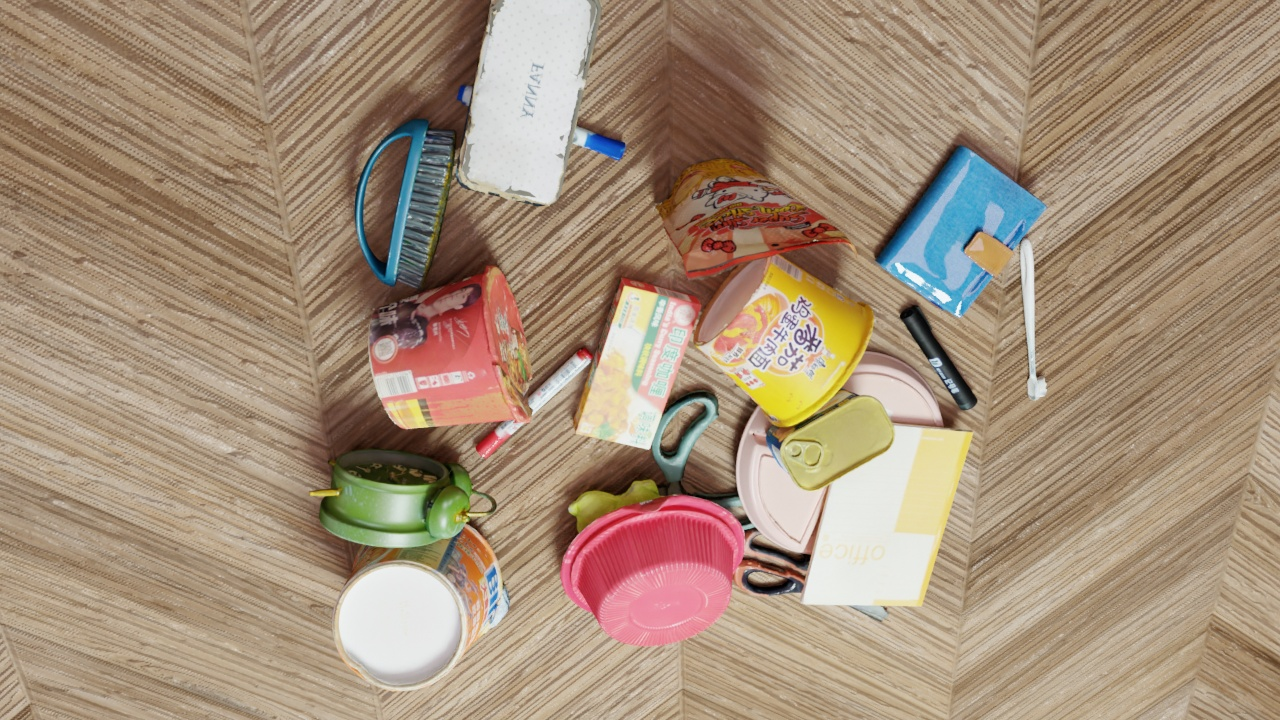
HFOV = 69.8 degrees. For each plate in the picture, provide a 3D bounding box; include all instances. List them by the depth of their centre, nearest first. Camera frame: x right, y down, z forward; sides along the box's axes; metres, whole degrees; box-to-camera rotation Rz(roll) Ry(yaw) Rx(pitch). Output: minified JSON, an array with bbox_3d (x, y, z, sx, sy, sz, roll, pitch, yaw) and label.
[{"bbox_3d":[0.209,0.102,0.933,0.229,0.028,0.230,-4,110,-12],"label":"plate"}]

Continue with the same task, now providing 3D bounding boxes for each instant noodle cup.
[{"bbox_3d":[-0.162,-0.005,0.784,0.108,0.137,0.138,-11,114,4],"label":"instant noodle cup"},{"bbox_3d":[0.121,-0.026,0.823,0.110,0.138,0.138,35,103,-13],"label":"instant noodle cup"},{"bbox_3d":[-0.212,0.228,0.859,0.151,0.111,0.151,0,96,0],"label":"instant noodle cup"},{"bbox_3d":[0.019,0.222,0.914,0.193,0.065,0.194,-6,130,-8],"label":"instant noodle cup"}]

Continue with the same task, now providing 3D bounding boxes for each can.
[{"bbox_3d":[0.171,0.070,0.846,0.102,0.083,0.057,-30,95,0],"label":"can"}]

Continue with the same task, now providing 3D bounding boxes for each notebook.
[{"bbox_3d":[0.252,0.161,0.944,0.145,0.010,0.206,6,107,-16],"label":"notebook"}]

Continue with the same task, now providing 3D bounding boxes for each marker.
[{"bbox_3d":[-0.082,-0.200,0.773,0.145,0.017,0.017,17,109,-16],"label":"marker"},{"bbox_3d":[-0.101,0.041,0.872,0.145,0.017,0.017,-43,113,9],"label":"marker"},{"bbox_3d":[0.300,-0.002,0.921,0.022,0.020,0.132,-49,114,-20],"label":"marker"}]

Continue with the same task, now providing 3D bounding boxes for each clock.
[{"bbox_3d":[-0.212,0.125,0.837,0.161,0.116,0.056,9,100,-10],"label":"clock"}]

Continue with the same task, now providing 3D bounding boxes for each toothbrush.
[{"bbox_3d":[0.395,-0.039,0.923,0.016,0.016,0.180,-20,115,-10],"label":"toothbrush"}]

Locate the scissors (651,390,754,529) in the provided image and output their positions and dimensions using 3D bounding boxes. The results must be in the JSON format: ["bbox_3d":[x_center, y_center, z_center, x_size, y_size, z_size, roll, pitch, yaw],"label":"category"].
[{"bbox_3d":[0.075,0.112,0.932,0.170,0.019,0.175,9,110,-15],"label":"scissors"}]

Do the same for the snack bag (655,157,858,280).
[{"bbox_3d":[0.080,-0.109,0.735,0.128,0.207,0.073,-6,112,-6],"label":"snack bag"}]

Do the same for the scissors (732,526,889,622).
[{"bbox_3d":[0.183,0.253,1.011,0.182,0.015,0.209,-23,114,-1],"label":"scissors"}]

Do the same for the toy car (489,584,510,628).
[{"bbox_3d":[-0.186,0.250,0.939,0.105,0.031,0.049,5,112,-13],"label":"toy car"}]

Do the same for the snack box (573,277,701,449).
[{"bbox_3d":[-0.005,0.005,0.867,0.077,0.027,0.156,13,110,-16],"label":"snack box"}]

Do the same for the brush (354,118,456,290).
[{"bbox_3d":[-0.199,-0.131,0.762,0.073,0.055,0.144,12,111,-16],"label":"brush"}]

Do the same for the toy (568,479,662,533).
[{"bbox_3d":[-0.017,0.156,0.916,0.100,0.031,0.096,-40,112,20],"label":"toy"}]

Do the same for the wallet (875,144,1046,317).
[{"bbox_3d":[0.300,-0.118,0.863,0.106,0.040,0.133,30,105,-15],"label":"wallet"}]

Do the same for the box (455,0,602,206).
[{"bbox_3d":[-0.092,-0.205,0.730,0.089,0.063,0.184,14,101,-14],"label":"box"}]
